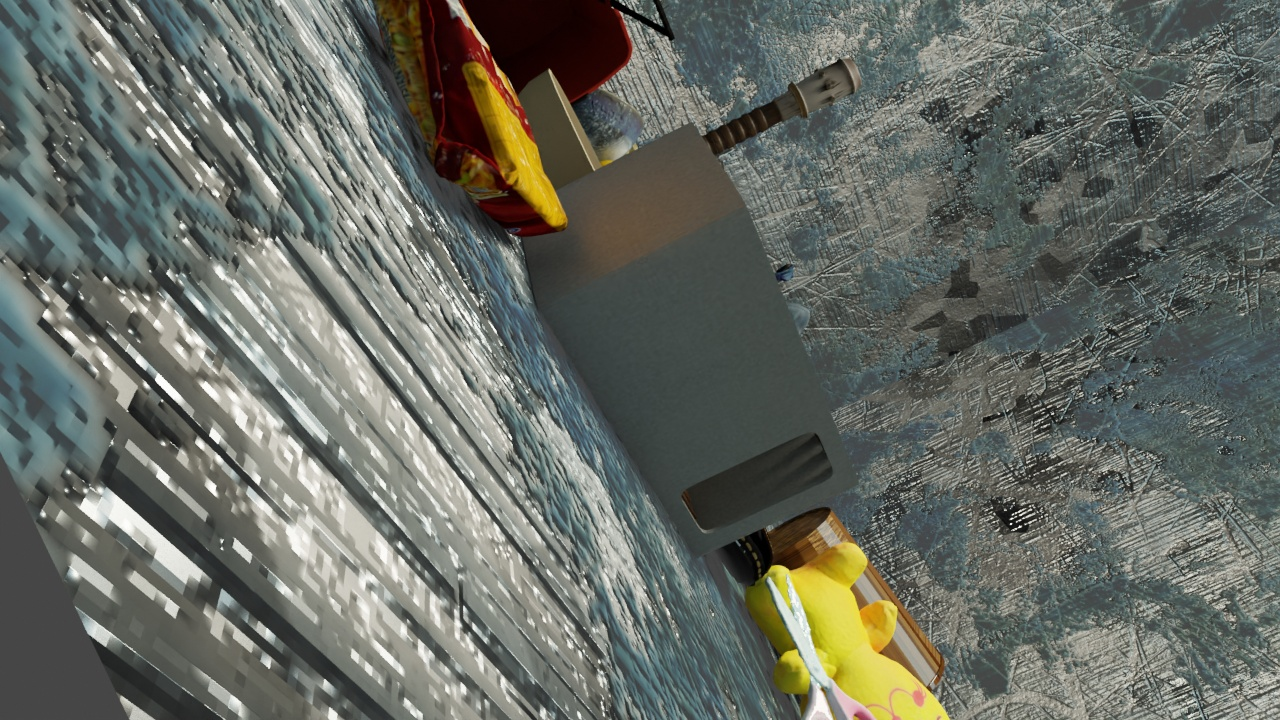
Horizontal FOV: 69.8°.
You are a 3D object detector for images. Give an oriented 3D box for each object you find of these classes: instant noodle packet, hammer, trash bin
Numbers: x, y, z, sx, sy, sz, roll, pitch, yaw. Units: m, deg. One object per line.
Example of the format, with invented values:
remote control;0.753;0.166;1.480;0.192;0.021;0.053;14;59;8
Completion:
instant noodle packet;-0.074;-0.109;0.420;0.098;0.040;0.135;64;3;5
hammer;0.082;-0.234;0.985;0.190;0.325;0.100;64;5;0
trash bin;0.033;-0.005;0.564;0.229;0.114;0.114;60;7;-37

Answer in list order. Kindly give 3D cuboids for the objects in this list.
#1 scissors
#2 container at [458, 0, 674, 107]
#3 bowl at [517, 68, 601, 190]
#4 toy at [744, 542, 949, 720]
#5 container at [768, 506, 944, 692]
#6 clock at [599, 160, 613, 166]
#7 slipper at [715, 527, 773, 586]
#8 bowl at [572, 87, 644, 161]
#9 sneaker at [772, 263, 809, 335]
scissors;0.117;0.228;0.640;0.102;0.016;0.178;-5;61;-44
container;-0.074;-0.278;0.745;0.200;0.127;0.148;55;-2;45
bowl;-0.051;-0.121;0.640;0.152;0.050;0.152;63;5;-11
toy;0.153;0.248;0.720;0.193;0.134;0.088;61;-39;17
container;0.176;0.232;0.844;0.167;0.132;0.132;59;5;1
clock;-0.001;-0.138;0.884;0.152;0.052;0.114;26;-17;3
slipper;0.071;0.076;0.749;0.267;0.076;0.113;-102;167;-59
bowl;-0.059;-0.218;0.878;0.114;0.114;0.060;41;66;-77
sneaker;0.030;-0.100;0.757;0.294;0.127;0.121;47;-6;30
